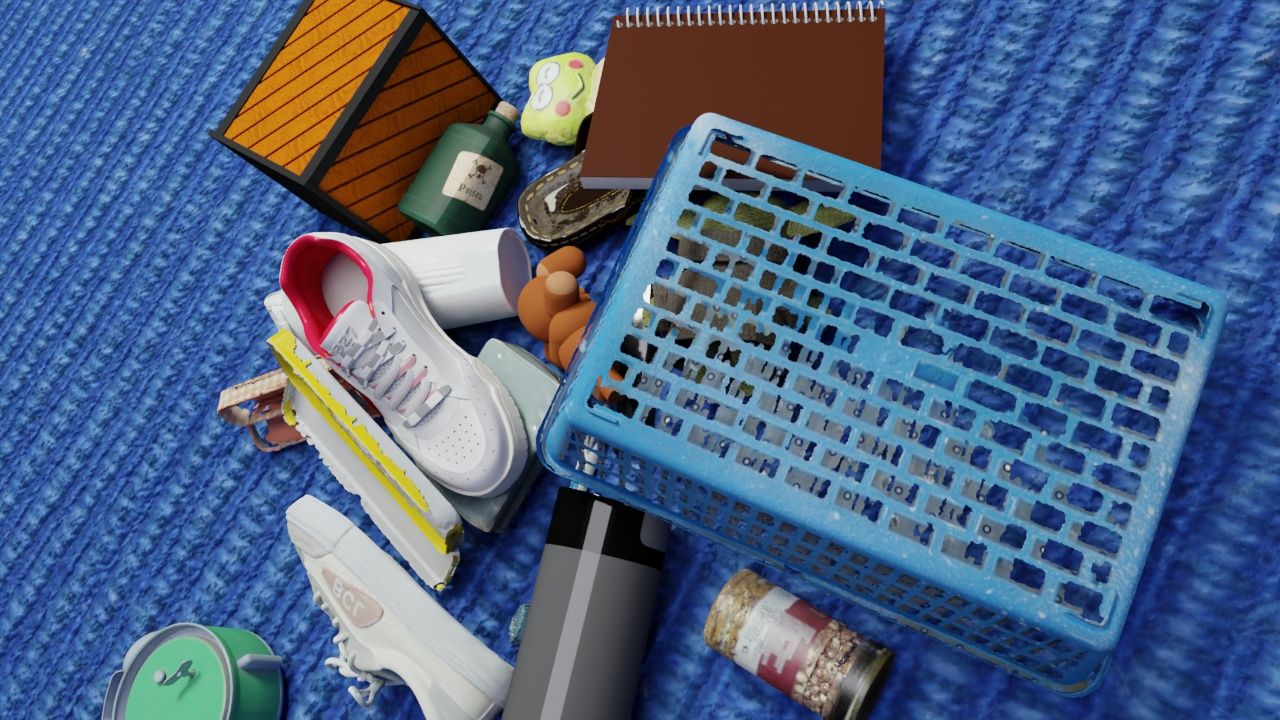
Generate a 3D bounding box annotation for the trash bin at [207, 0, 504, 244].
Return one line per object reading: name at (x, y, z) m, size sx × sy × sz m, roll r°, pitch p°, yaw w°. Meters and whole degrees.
trash bin at (-0.246, -0.215, 0.819) m, size 0.140 × 0.139 × 0.171 m, roll 28°, pitch 84°, yaw 29°

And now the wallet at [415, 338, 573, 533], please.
wallet at (-0.108, 0.058, 0.709) m, size 0.100 × 0.054 × 0.131 m, roll 34°, pitch 89°, yaw 38°

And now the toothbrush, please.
toothbrush at (-0.059, 0.120, 0.682) m, size 0.016 × 0.017 × 0.189 m, roll 13°, pitch 77°, yaw 35°

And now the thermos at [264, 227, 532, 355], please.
thermos at (-0.205, -0.059, 0.770) m, size 0.221 × 0.099 × 0.099 m, roll -7°, pitch 68°, yaw 17°

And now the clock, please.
clock at (-0.368, 0.272, 0.726) m, size 0.162 × 0.075 × 0.121 m, roll -5°, pitch 69°, yaw 23°

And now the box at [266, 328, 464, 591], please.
box at (-0.209, 0.076, 0.692) m, size 0.209 × 0.130 × 0.036 m, roll 43°, pitch 54°, yaw 15°

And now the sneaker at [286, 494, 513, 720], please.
sneaker at (-0.198, 0.192, 0.671) m, size 0.242 × 0.089 × 0.090 m, roll 34°, pitch 71°, yaw 26°

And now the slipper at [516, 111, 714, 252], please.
slipper at (0.014, -0.168, 0.724) m, size 0.268 × 0.075 × 0.113 m, roll -22°, pitch 64°, yaw 15°

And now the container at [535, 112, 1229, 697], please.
container at (0.139, 0.008, 0.535) m, size 0.362 × 0.089 × 0.257 m, roll 22°, pitch 80°, yaw 10°

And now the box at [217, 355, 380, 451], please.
box at (-0.267, 0.029, 0.779) m, size 0.187 × 0.083 × 0.042 m, roll -18°, pitch 52°, yaw 19°

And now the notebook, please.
notebook at (0.071, -0.199, 0.679) m, size 0.209 × 0.022 × 0.171 m, roll 3°, pitch 63°, yaw 12°

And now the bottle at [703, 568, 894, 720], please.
bottle at (0.097, 0.179, 0.569) m, size 0.105 × 0.056 × 0.056 m, roll 25°, pitch 82°, yaw 29°

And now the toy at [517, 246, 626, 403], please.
toy at (-0.044, -0.022, 0.694) m, size 0.065 × 0.095 × 0.127 m, roll -26°, pitch 57°, yaw -24°

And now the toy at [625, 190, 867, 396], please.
toy at (0.068, -0.050, 0.656) m, size 0.180 × 0.078 × 0.152 m, roll 2°, pitch 68°, yaw 22°

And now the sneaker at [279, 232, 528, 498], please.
sneaker at (-0.180, 0.001, 0.655) m, size 0.090 × 0.104 × 0.236 m, roll -39°, pitch 74°, yaw 11°

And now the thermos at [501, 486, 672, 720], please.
thermos at (-0.043, 0.209, 0.604) m, size 0.082 × 0.082 × 0.240 m, roll 6°, pitch 73°, yaw 25°

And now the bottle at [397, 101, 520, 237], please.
bottle at (-0.148, -0.167, 0.803) m, size 0.061 × 0.061 × 0.131 m, roll 27°, pitch 83°, yaw 32°

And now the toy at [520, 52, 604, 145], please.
toy at (-0.047, -0.227, 0.792) m, size 0.115 × 0.046 × 0.092 m, roll 3°, pitch 69°, yaw 16°

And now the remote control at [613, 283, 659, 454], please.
remote control at (-0.004, 0.004, 0.702) m, size 0.032 × 0.015 × 0.136 m, roll -4°, pitch 69°, yaw 22°
